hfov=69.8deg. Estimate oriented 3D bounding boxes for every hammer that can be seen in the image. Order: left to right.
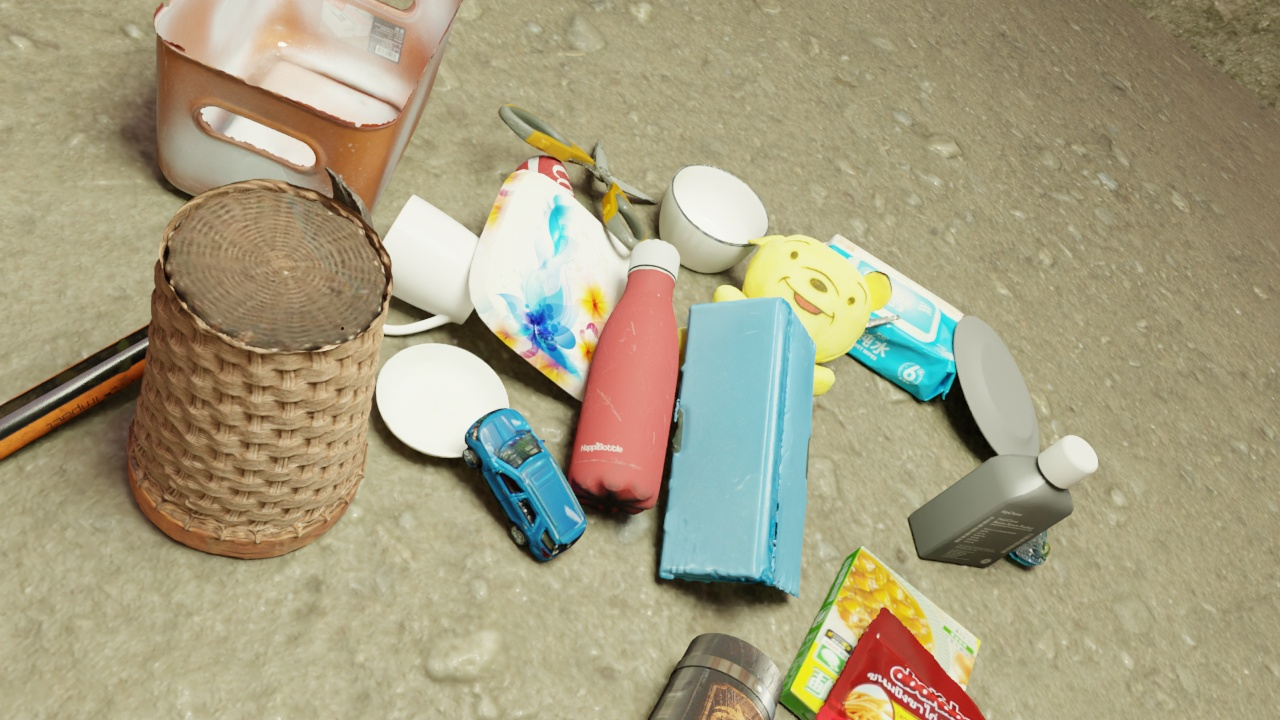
[{"bbox_3d":[-0.313,-0.028,0.629,0.035,0.138,0.313,45,55,6],"label":"hammer"}]

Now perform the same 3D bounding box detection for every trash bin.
[{"bbox_3d":[-0.230,0.012,0.567,0.151,0.211,0.151,15,50,-19],"label":"trash bin"},{"bbox_3d":[-0.278,-0.242,0.782,0.181,0.158,0.259,21,46,-13],"label":"trash bin"}]

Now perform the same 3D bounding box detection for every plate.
[{"bbox_3d":[-0.157,0.036,0.719,0.104,0.026,0.104,15,50,-19],"label":"plate"},{"bbox_3d":[-0.060,-0.066,0.803,0.187,0.016,0.186,41,44,-31],"label":"plate"},{"bbox_3d":[0.394,0.032,0.998,0.178,0.012,0.178,25,53,-38],"label":"plate"}]

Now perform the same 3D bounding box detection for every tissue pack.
[{"bbox_3d":[0.255,-0.052,0.998,0.209,0.066,0.116,32,45,-1],"label":"tissue pack"}]

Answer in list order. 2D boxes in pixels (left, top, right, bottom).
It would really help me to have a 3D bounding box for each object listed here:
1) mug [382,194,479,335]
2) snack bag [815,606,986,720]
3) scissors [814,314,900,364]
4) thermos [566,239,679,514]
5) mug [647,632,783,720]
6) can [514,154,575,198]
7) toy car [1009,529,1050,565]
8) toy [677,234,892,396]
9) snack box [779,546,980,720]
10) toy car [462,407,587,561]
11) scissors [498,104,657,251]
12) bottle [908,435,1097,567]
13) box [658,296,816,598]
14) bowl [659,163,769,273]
[{"bbox_3d":[-0.179,-0.066,0.763,0.087,0.081,0.114,31,77,-14],"label":"mug"},{"bbox_3d":[0.175,0.298,0.661,0.139,0.067,0.207,42,50,12],"label":"snack bag"},{"bbox_3d":[0.180,-0.036,0.931,0.147,0.014,0.141,29,79,3],"label":"scissors"},{"bbox_3d":[-0.005,0.005,0.759,0.073,0.073,0.239,18,63,-16],"label":"thermos"},{"bbox_3d":[0.054,0.266,0.630,0.116,0.080,0.107,58,41,-18],"label":"mug"},{"bbox_3d":[-0.088,-0.148,0.886,0.054,0.054,0.096,0,55,-29],"label":"can"},{"bbox_3d":[0.384,0.159,0.923,0.048,0.032,0.105,27,52,-9],"label":"toy car"},{"bbox_3d":[0.130,-0.033,0.872,0.149,0.084,0.213,41,64,-4],"label":"toy"},{"bbox_3d":[0.199,0.251,0.748,0.132,0.027,0.167,39,46,4],"label":"snack box"},{"bbox_3d":[-0.083,0.090,0.688,0.056,0.044,0.120,-34,94,-42],"label":"toy car"},{"bbox_3d":[-0.051,-0.188,0.906,0.229,0.016,0.225,32,25,-28],"label":"scissors"},{"bbox_3d":[0.329,0.125,0.819,0.083,0.174,0.046,12,50,-21],"label":"bottle"},{"bbox_3d":[0.090,0.074,0.766,0.112,0.094,0.231,35,56,-53],"label":"box"},{"bbox_3d":[0.070,-0.143,0.963,0.116,0.066,0.116,15,49,-19],"label":"bowl"}]
